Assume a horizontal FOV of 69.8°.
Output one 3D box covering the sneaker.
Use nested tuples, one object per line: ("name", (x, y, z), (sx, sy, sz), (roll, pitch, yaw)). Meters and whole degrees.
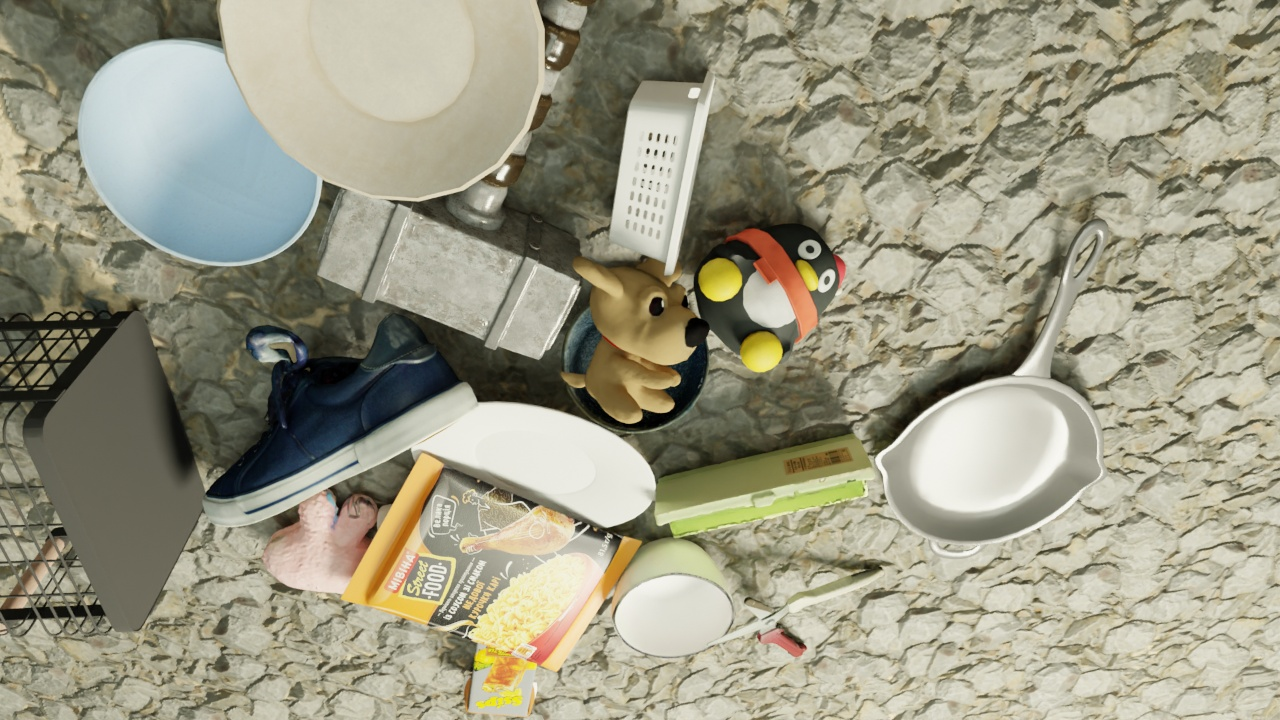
("sneaker", (-0.264, 0.042, 0.716), (0.295, 0.120, 0.127), (-27, 94, 31))

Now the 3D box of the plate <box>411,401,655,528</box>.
("plate", (-0.090, 0.090, 0.781), (0.208, 0.015, 0.209), (7, 144, 5))

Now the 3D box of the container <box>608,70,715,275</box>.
("container", (0.013, -0.134, 0.640), (0.049, 0.080, 0.129), (12, 122, 2))

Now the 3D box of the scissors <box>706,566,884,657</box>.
("scissors", (0.158, 0.245, 0.897), (0.179, 0.015, 0.199), (-34, 142, 2))

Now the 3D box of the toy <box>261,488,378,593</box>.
("toy", (-0.282, 0.164, 0.836), (0.108, 0.053, 0.105), (16, 110, -13))

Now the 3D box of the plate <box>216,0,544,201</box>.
("plate", (-0.149, -0.188, 0.540), (0.189, 0.027, 0.189), (1, 121, 2))

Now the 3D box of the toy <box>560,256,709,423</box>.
("toy", (-0.005, -0.016, 0.658), (0.106, 0.134, 0.108), (22, 107, 25))

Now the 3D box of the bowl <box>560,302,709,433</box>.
("bowl", (-0.004, 0.004, 0.727), (0.114, 0.061, 0.114), (0, 78, 0))

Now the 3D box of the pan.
("pan", (0.322, 0.037, 0.795), (0.216, 0.024, 0.355), (5, 123, -6))

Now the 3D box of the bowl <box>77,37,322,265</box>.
("bowl", (-0.282, -0.146, 0.616), (0.150, 0.074, 0.151), (-1, 122, -2))

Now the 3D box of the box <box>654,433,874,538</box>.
("box", (0.107, 0.108, 0.812), (0.188, 0.064, 0.130), (-14, 165, 8))

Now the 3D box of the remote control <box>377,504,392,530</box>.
("remote control", (-0.217, 0.190, 0.857), (0.013, 0.043, 0.137), (-10, 123, 4))

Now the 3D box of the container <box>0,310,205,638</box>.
("container", (-0.453, 0.086, 0.706), (0.130, 0.162, 0.242), (-2, 123, -2))

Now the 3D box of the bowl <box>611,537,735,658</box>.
("bowl", (0.029, 0.222, 0.877), (0.116, 0.065, 0.116), (-1, 123, -2))

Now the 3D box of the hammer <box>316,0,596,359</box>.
("hammer", (-0.083, -0.165, 0.612), (0.177, 0.079, 0.327), (22, 118, -16))

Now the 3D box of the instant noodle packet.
("instant noodle packet", (-0.132, 0.190, 0.828), (0.220, 0.032, 0.160), (26, 105, -21))

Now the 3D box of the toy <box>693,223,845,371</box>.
("toy", (0.100, -0.058, 0.683), (0.119, 0.100, 0.097), (-33, 101, -9))

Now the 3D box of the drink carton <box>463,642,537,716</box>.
("drink carton", (-0.137, 0.302, 0.931), (0.076, 0.048, 0.125), (8, 122, -8))
